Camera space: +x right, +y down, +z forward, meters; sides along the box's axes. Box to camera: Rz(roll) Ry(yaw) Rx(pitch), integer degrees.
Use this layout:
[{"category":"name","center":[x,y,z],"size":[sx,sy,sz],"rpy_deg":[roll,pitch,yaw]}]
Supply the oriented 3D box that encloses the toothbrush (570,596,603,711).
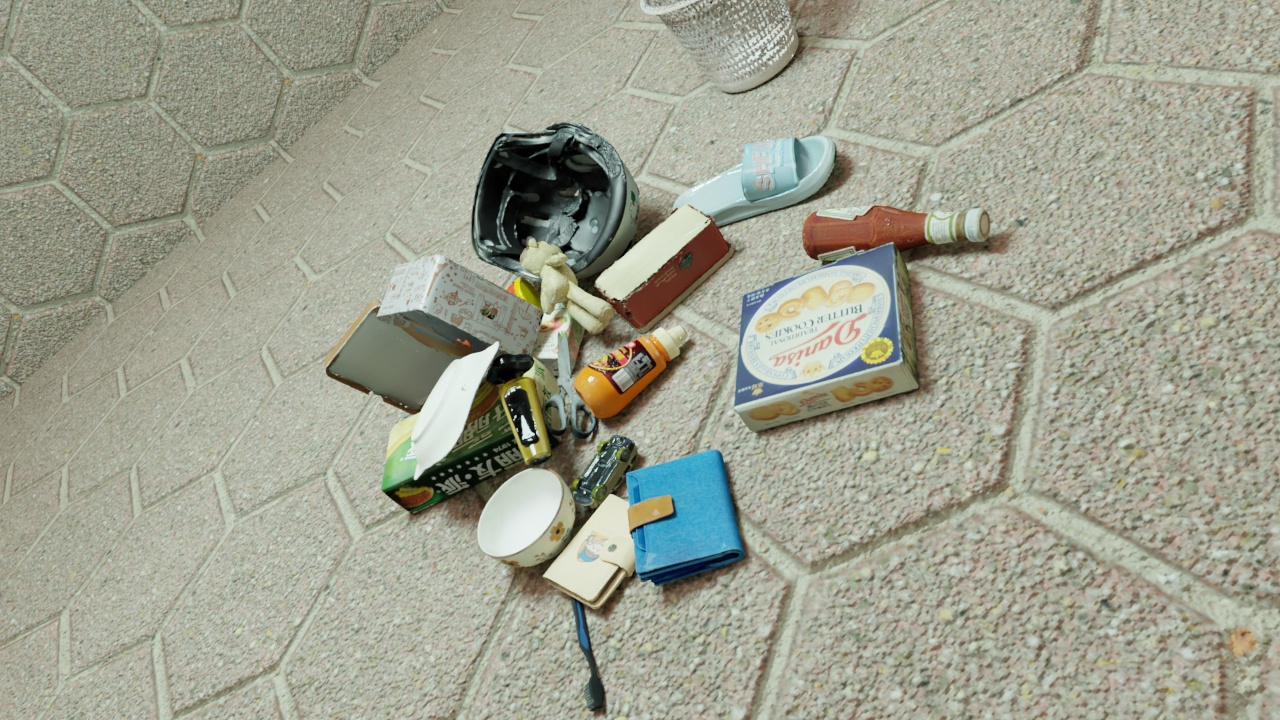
[{"category":"toothbrush","center":[-0.060,0.264,0.905],"size":[0.016,0.014,0.189],"rpy_deg":[-55,29,22]}]

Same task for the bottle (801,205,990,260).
[{"category":"bottle","center":[0.276,-0.142,1.007],"size":[0.206,0.060,0.059],"rpy_deg":[2,52,43]}]

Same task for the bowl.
[{"category":"bowl","center":[-0.115,0.180,1.001],"size":[0.114,0.062,0.113],"rpy_deg":[-24,37,20]}]

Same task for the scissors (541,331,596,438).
[{"category":"scissors","center":[-0.101,0.025,1.136],"size":[0.135,0.014,0.175],"rpy_deg":[-22,60,-38]}]

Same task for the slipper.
[{"category":"slipper","center":[0.144,-0.246,1.223],"size":[0.246,0.074,0.103],"rpy_deg":[-17,40,30]}]

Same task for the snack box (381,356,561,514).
[{"category":"snack box","center":[-0.216,0.097,1.176],"size":[0.240,0.063,0.114],"rpy_deg":[-25,41,17]}]

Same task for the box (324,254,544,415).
[{"category":"box","center":[-0.276,-0.031,1.223],"size":[0.274,0.179,0.126],"rpy_deg":[-31,45,34]}]

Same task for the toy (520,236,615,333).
[{"category":"toy","center":[-0.096,-0.098,1.195],"size":[0.066,0.105,0.157],"rpy_deg":[-34,67,-30]}]

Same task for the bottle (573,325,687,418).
[{"category":"bottle","center":[-0.007,0.006,1.099],"size":[0.149,0.067,0.067],"rpy_deg":[-36,35,-8]}]

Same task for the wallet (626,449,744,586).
[{"category":"wallet","center":[0.040,0.152,0.909],"size":[0.106,0.040,0.132],"rpy_deg":[-16,40,8]}]

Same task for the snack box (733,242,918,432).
[{"category":"snack box","center":[0.193,-0.026,0.968],"size":[0.178,0.046,0.182],"rpy_deg":[-18,40,27]}]

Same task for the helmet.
[{"category":"helmet","center":[-0.106,-0.213,1.327],"size":[0.274,0.156,0.230],"rpy_deg":[5,87,28]}]

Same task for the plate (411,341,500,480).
[{"category":"plate","center":[-0.233,0.055,1.098],"size":[0.164,0.034,0.163],"rpy_deg":[-35,31,53]}]

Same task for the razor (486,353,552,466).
[{"category":"razor","center":[-0.137,0.055,1.057],"size":[0.062,0.068,0.167],"rpy_deg":[-24,47,-1]}]

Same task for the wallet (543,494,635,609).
[{"category":"wallet","center":[-0.036,0.195,0.942],"size":[0.087,0.024,0.115],"rpy_deg":[18,55,40]}]

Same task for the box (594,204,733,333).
[{"category":"box","center":[0.026,-0.127,1.193],"size":[0.168,0.079,0.091],"rpy_deg":[-42,37,-4]}]

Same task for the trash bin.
[{"category":"trash bin","center":[0.143,-0.542,1.438],"size":[0.228,0.192,0.227],"rpy_deg":[-24,38,20]}]

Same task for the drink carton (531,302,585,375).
[{"category":"drink carton","center":[-0.107,-0.036,1.240],"size":[0.054,0.045,0.122],"rpy_deg":[-6,48,24]}]

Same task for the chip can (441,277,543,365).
[{"category":"chip can","center":[-0.244,-0.041,1.344],"size":[0.217,0.073,0.073],"rpy_deg":[-28,37,16]}]

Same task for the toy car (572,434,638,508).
[{"category":"toy car","center":[-0.038,0.125,1.015],"size":[0.042,0.035,0.090],"rpy_deg":[12,60,49]}]
